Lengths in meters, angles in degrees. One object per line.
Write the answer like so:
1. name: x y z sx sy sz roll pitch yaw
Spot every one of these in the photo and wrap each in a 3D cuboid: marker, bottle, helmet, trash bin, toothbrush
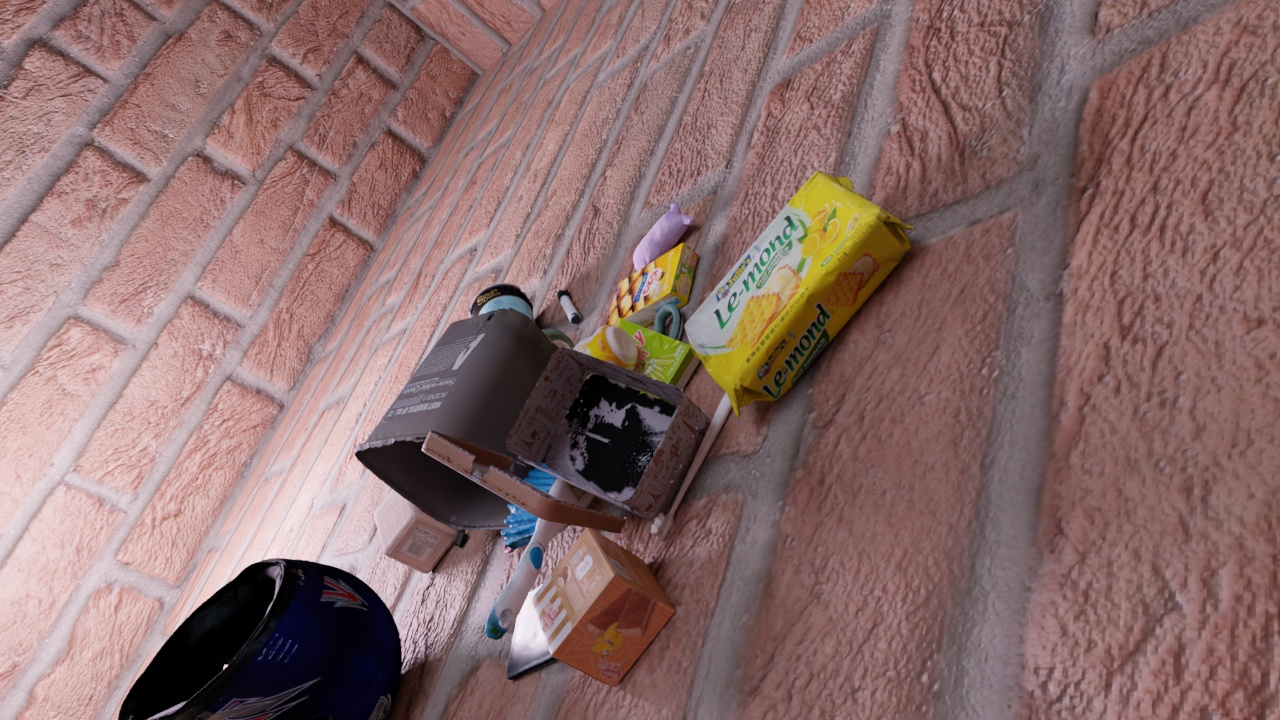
1. marker: -0.112 -0.086 1.442 0.022 0.018 0.130 -43 26 3
2. bottle: -0.056 0.006 1.076 0.109 0.063 0.063 -35 31 27
3. helmet: -0.446 0.405 1.146 0.316 0.240 0.247 -37 28 9
4. trash bin: -0.201 0.071 1.151 0.199 0.198 0.219 -10 46 39
5. toothbrush: -0.221 0.172 1.276 0.017 0.012 0.186 19 88 56
6. toothbrush: 0.057 0.098 0.926 0.016 0.016 0.180 13 68 48

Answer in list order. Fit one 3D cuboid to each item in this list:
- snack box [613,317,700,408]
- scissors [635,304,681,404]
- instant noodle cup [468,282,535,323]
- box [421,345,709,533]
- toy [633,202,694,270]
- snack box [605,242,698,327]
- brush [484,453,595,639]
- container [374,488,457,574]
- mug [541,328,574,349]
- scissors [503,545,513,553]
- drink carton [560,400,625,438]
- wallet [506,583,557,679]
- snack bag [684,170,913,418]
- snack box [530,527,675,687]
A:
1. snack box: 0.000 0.006 1.091 0.156 0.026 0.085 25 83 54
2. scissors: -0.011 0.011 1.145 0.162 0.019 0.178 -5 58 53
3. instant noodle cup: -0.216 -0.051 1.489 0.111 0.111 0.120 -49 33 12
4. box: -0.064 0.065 0.913 0.181 0.217 0.157 21 87 36
5. toy: 0.027 -0.169 1.278 0.108 0.039 0.083 -51 26 14
6. snack box: 0.013 -0.089 1.212 0.141 0.033 0.086 -25 39 43
7. brush: -0.111 0.184 0.974 0.110 0.060 0.313 -21 19 36
8. container: -0.324 0.239 1.331 0.090 0.090 0.111 -52 29 5
9. mug: -0.147 0.017 1.311 0.107 0.082 0.111 -20 64 49
10. scissors: -0.123 0.198 1.117 0.137 0.017 0.071 -26 32 39
11. drink carton: -0.052 0.073 1.088 0.123 0.053 0.045 -1 101 62
12. wallet: -0.100 0.279 0.975 0.121 0.019 0.097 -36 32 37
13. snack bag: 0.151 -0.068 0.906 0.247 0.068 0.158 -49 26 11
14. snack box: -0.037 0.229 0.857 0.094 0.077 0.093 -52 26 3
